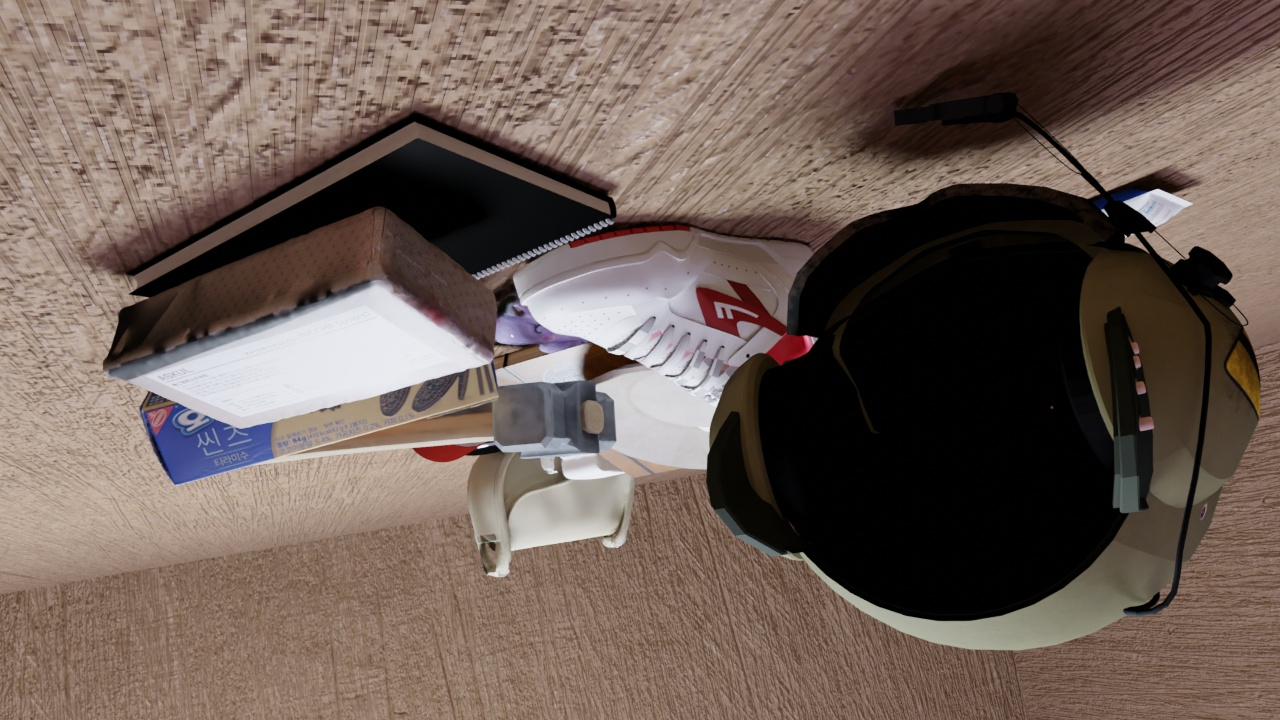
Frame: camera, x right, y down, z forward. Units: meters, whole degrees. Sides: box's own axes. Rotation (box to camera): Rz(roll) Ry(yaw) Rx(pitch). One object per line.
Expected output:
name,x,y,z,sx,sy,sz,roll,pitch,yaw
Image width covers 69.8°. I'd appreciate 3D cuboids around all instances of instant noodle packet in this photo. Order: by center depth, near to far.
instant noodle packet,0.347,-0.101,0.718,0.086,0.026,0.135,0,164,-45

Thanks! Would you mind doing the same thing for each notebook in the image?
notebook,-0.136,-0.060,0.478,0.207,0.016,0.148,-18,166,29
notebook,-0.012,0.039,0.802,0.179,0.014,0.249,-15,144,29

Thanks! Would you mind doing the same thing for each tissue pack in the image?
tissue pack,-0.170,-0.020,0.473,0.182,0.071,0.104,-18,150,23

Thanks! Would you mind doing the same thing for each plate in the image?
plate,0.040,0.040,0.747,0.189,0.027,0.189,6,152,3

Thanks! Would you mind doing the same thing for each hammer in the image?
hammer,-0.182,0.057,0.699,0.323,0.051,0.117,-7,172,20

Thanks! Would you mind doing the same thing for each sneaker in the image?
sneaker,0.032,-0.021,0.603,0.236,0.104,0.091,-1,165,-41

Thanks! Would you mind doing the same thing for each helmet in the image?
helmet,0.164,0.014,0.468,0.251,0.255,0.232,-17,164,35

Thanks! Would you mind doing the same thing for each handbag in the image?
handbag,-0.088,0.145,1.093,0.228,0.184,0.132,-4,168,-41

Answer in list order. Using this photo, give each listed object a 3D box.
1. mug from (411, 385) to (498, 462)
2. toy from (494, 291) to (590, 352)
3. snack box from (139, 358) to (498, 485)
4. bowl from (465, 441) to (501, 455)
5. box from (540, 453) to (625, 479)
mug,-0.185,0.044,0.833,0.105,0.073,0.083,25,155,-20
toy,-0.064,-0.027,0.650,0.099,0.036,0.080,-3,159,-37
snack box,-0.198,0.018,0.584,0.206,0.057,0.056,-16,-156,-12
bowl,-0.172,0.075,1.013,0.124,0.052,0.124,-11,169,-2
box,-0.073,0.081,1.007,0.130,0.110,0.102,-21,166,36
